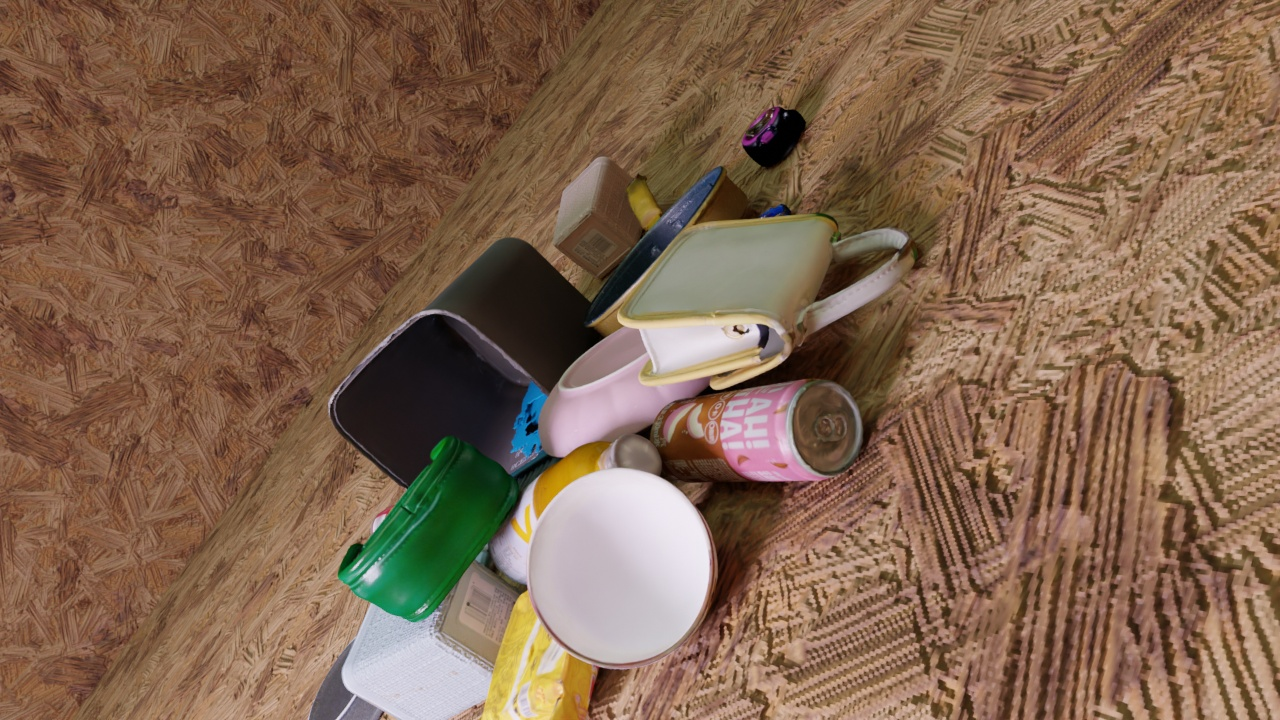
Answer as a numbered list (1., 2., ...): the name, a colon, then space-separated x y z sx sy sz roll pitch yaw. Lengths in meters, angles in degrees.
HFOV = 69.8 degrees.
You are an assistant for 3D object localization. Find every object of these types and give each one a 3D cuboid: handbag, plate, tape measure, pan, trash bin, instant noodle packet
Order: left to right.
1. plate: -0.280 0.315 0.887 0.180 0.024 0.179 -43 22 22
2. handbag: -0.160 0.119 0.671 0.131 0.068 0.120 -54 20 -17
3. trash bin: -0.151 0.008 0.915 0.199 0.198 0.219 -37 17 28
4. instant noodle packet: -0.059 0.193 0.603 0.111 0.044 0.128 -40 21 39
5. plate: -0.004 0.004 0.724 0.192 0.039 0.192 -30 15 9
6. pan: 0.013 -0.135 0.943 0.198 0.078 0.356 -46 12 16
7. tape measure: 0.128 -0.223 0.905 0.058 0.039 0.057 -51 21 2
8. handbag: 0.092 -0.044 0.615 0.179 0.063 0.162 -4 30 27

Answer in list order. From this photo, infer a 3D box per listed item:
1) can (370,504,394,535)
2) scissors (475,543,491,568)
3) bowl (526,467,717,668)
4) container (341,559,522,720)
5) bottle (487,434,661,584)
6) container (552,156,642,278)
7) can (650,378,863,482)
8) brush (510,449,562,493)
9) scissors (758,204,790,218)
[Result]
1. can: -0.242 0.173 0.996 0.133 0.053 0.053 -28 31 46
2. scissors: -0.162 0.170 0.842 0.180 0.019 0.143 -49 42 -7
3. bowl: -0.006 0.125 0.553 0.113 0.113 0.062 -52 -20 -3
4. container: -0.150 0.213 0.701 0.112 0.090 0.090 -33 27 32
5. bottle: -0.048 0.105 0.652 0.190 0.068 0.067 -43 20 48
6. container: -0.049 -0.171 1.122 0.090 0.090 0.110 -36 28 34
7. can: 0.066 0.046 0.567 0.148 0.058 0.057 -14 42 58
8. brush: -0.069 0.096 0.766 0.144 0.055 0.073 -35 26 37
9. scissors: 0.076 -0.092 0.840 0.132 0.012 0.173 -56 20 -8
